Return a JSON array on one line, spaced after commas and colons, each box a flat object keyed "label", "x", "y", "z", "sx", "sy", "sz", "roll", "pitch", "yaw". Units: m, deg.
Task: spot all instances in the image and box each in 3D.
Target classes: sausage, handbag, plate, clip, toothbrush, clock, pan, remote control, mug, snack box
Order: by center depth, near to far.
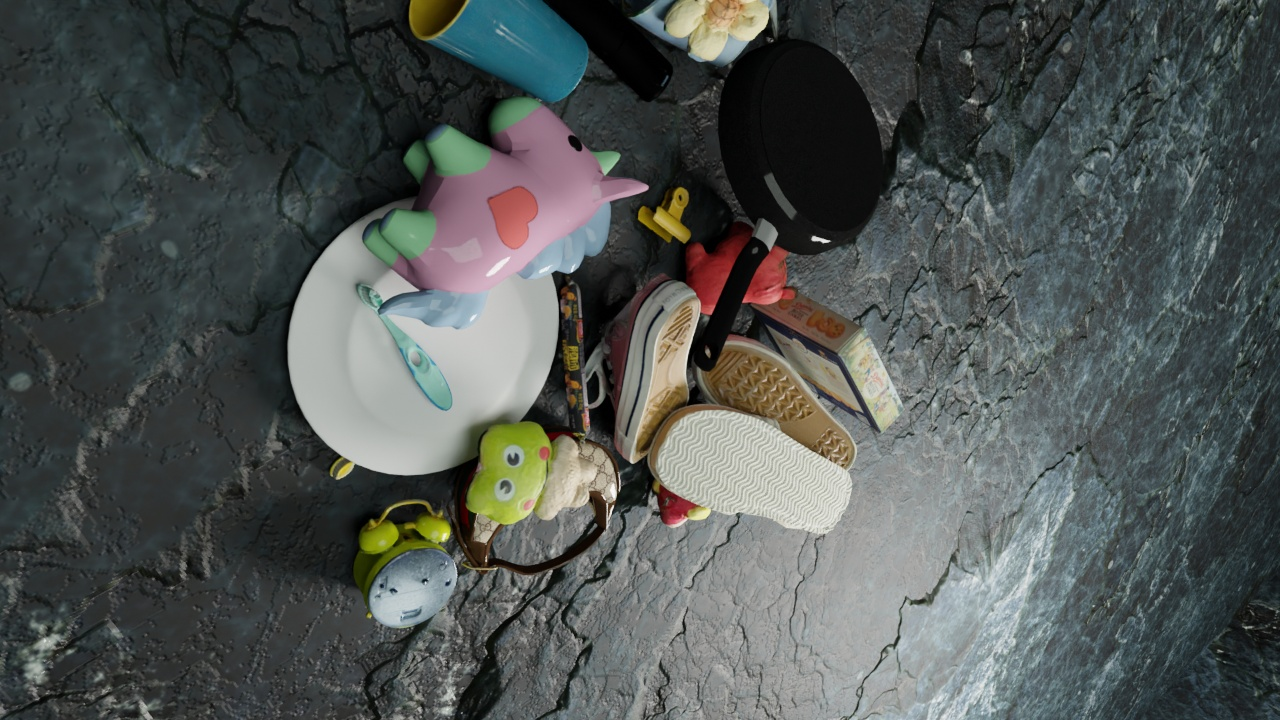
[{"label": "mug", "x": -0.100, "y": -0.246, "z": 0.684, "sx": 0.121, "sy": 0.078, "sz": 0.078, "roll": 21, "pitch": 97, "yaw": -47}, {"label": "toothbrush", "x": -0.184, "y": -0.008, "z": 0.732, "sx": 0.022, "sy": 0.017, "sz": 0.135, "roll": -46, "pitch": 129, "yaw": -24}, {"label": "handbag", "x": 0.074, "y": -0.339, "z": 0.740, "sx": 0.121, "sy": 0.118, "sz": 0.192, "roll": 18, "pitch": 105, "yaw": -35}, {"label": "remote control", "x": -0.026, "y": -0.273, "z": 0.762, "sx": 0.152, "sy": 0.020, "sz": 0.041, "roll": 33, "pitch": 88, "yaw": -42}, {"label": "plate", "x": -0.168, "y": -0.015, "z": 0.766, "sx": 0.241, "sy": 0.016, "sz": 0.243, "roll": -14, "pitch": 115, "yaw": -34}, {"label": "toothbrush", "x": -0.211, "y": 0.050, "z": 0.778, "sx": 0.135, "sy": 0.016, "sz": 0.021, "roll": -46, "pitch": 127, "yaw": -10}, {"label": "clock", "x": -0.209, "y": 0.178, "z": 0.816, "sx": 0.083, "sy": 0.057, "sz": 0.119, "roll": -4, "pitch": 114, "yaw": -36}, {"label": "pan", "x": 0.130, "y": -0.141, "z": 0.838, "sx": 0.204, "sy": 0.044, "sz": 0.354, "roll": 40, "pitch": 61, "yaw": -29}, {"label": "sausage", "x": -0.061, "y": 0.000, "z": 0.840, "sx": 0.020, "sy": 0.020, "sz": 0.155, "roll": -6, "pitch": 94, "yaw": -36}, {"label": "clip", "x": 0.030, "y": -0.138, "z": 0.866, "sx": 0.048, "sy": 0.045, "sz": 0.054, "roll": -41, "pitch": 134, "yaw": 19}, {"label": "handbag", "x": -0.100, "y": 0.140, "z": 0.871, "sx": 0.166, "sy": 0.063, "sz": 0.138, "roll": -15, "pitch": 110, "yaw": -29}, {"label": "snack box", "x": 0.200, "y": -0.004, "z": 0.988, "sx": 0.042, "sy": 0.144, "sz": 0.145, "roll": -44, "pitch": 131, "yaw": -8}]

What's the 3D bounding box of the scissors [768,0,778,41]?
[{"label": "scissors", "x": 0.123, "y": -0.376, "z": 0.832, "sx": 0.174, "sy": 0.014, "sz": 0.141, "roll": -47, "pitch": 129, "yaw": -12}]

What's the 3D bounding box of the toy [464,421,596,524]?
[{"label": "toy", "x": -0.092, "y": 0.101, "z": 0.803, "sx": 0.117, "sy": 0.043, "sz": 0.092, "roll": 16, "pitch": 87, "yaw": -29}]

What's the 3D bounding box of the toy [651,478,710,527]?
[{"label": "toy", "x": 0.072, "y": 0.121, "z": 1.007, "sx": 0.137, "sy": 0.067, "sz": 0.106, "roll": -38, "pitch": 132, "yaw": -26}]

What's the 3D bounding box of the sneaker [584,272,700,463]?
[{"label": "sneaker", "x": -0.005, "y": 0.005, "z": 0.874, "sx": 0.118, "sy": 0.088, "sz": 0.242, "roll": -38, "pitch": 153, "yaw": -33}]

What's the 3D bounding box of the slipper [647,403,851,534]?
[{"label": "slipper", "x": 0.119, "y": 0.116, "z": 0.960, "sx": 0.272, "sy": 0.054, "sz": 0.114, "roll": 22, "pitch": 98, "yaw": -32}]

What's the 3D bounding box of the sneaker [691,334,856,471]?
[{"label": "sneaker", "x": 0.144, "y": 0.044, "z": 1.018, "sx": 0.235, "sy": 0.079, "sz": 0.087, "roll": 38, "pitch": 94, "yaw": -25}]

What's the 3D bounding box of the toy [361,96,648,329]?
[{"label": "toy", "x": -0.107, "y": -0.106, "z": 0.712, "sx": 0.171, "sy": 0.120, "sz": 0.221, "roll": 32, "pitch": 70, "yaw": -28}]

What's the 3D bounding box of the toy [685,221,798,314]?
[{"label": "toy", "x": 0.088, "y": -0.073, "z": 0.900, "sx": 0.132, "sy": 0.094, "sz": 0.088, "roll": -42, "pitch": 132, "yaw": -14}]
